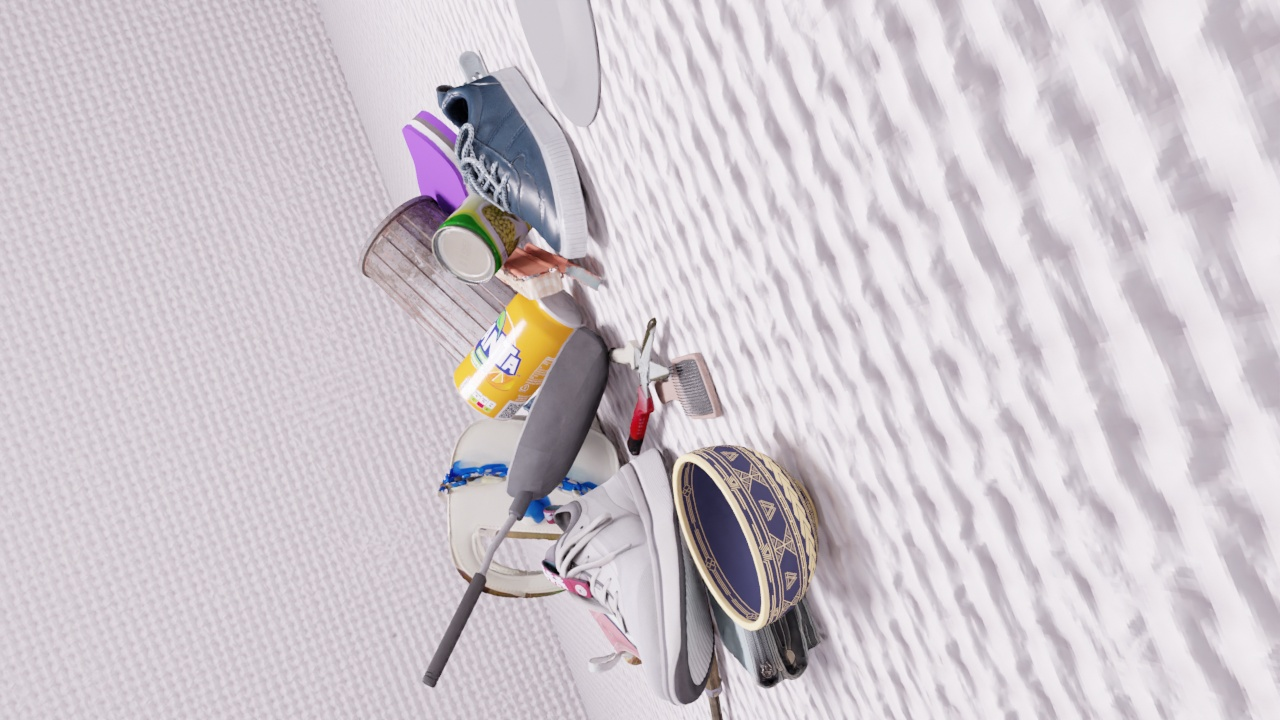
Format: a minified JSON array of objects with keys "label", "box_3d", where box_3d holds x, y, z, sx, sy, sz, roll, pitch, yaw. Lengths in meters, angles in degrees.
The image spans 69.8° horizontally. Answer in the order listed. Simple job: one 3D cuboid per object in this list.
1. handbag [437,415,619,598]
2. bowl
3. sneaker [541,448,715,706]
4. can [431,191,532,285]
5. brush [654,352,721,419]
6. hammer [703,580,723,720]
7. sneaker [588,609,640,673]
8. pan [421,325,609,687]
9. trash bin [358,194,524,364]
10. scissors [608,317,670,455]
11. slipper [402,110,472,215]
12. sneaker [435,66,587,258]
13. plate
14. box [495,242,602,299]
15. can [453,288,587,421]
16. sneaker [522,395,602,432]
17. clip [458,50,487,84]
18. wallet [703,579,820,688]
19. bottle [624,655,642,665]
[{"label":"handbag","box_3d":[-0.120,0.161,0.999,0.093,0.200,0.199,167,107,-82]},{"label":"bowl","box_3d":[0.073,0.101,0.565,0.112,0.061,0.113,56,157,38]},{"label":"sneaker","box_3d":[-0.017,0.175,0.745,0.262,0.129,0.097,-106,-5,-61]},{"label":"can","box_3d":[-0.142,-0.134,0.881,0.067,0.120,0.067,15,135,15]},{"label":"brush","box_3d":[0.028,0.024,0.714,0.136,0.015,0.050,164,87,-75]},{"label":"hammer","box_3d":[0.063,0.285,0.915,0.147,0.028,0.317,-122,18,-55]},{"label":"sneaker","box_3d":[-0.019,0.300,1.075,0.241,0.118,0.088,28,119,60]},{"label":"pan","box_3d":[-0.107,0.129,0.847,0.041,0.356,0.179,23,154,4]},{"label":"trash bin","box_3d":[-0.206,-0.076,1.062,0.211,0.130,0.131,42,161,6]},{"label":"scissors","box_3d":[-0.003,0.017,0.788,0.179,0.015,0.194,-118,22,-54]},{"label":"slipper","box_3d":[-0.197,-0.217,1.059,0.107,0.084,0.267,40,167,7]},{"label":"sneaker","box_3d":[-0.117,-0.176,0.816,0.089,0.087,0.235,90,155,-52]},{"label":"plate","box_3d":[-0.072,-0.263,0.689,0.179,0.012,0.178,159,90,-75]},{"label":"box","box_3d":[-0.096,-0.089,0.889,0.187,0.083,0.043,-143,38,-66]},{"label":"can","box_3d":[-0.124,-0.009,0.946,0.079,0.143,0.079,35,-156,-18]},{"label":"sneaker","box_3d":[-0.071,0.138,1.087,0.087,0.079,0.235,173,77,-75]},{"label":"clip","box_3d":[-0.154,-0.234,0.989,0.142,0.029,0.171,97,150,-57]},{"label":"wallet","box_3d":[0.078,0.173,0.671,0.132,0.054,0.100,154,102,-78]},{"label":"bottle","box_3d":[-0.023,0.303,1.178,0.060,0.059,0.166,91,154,-55]}]
